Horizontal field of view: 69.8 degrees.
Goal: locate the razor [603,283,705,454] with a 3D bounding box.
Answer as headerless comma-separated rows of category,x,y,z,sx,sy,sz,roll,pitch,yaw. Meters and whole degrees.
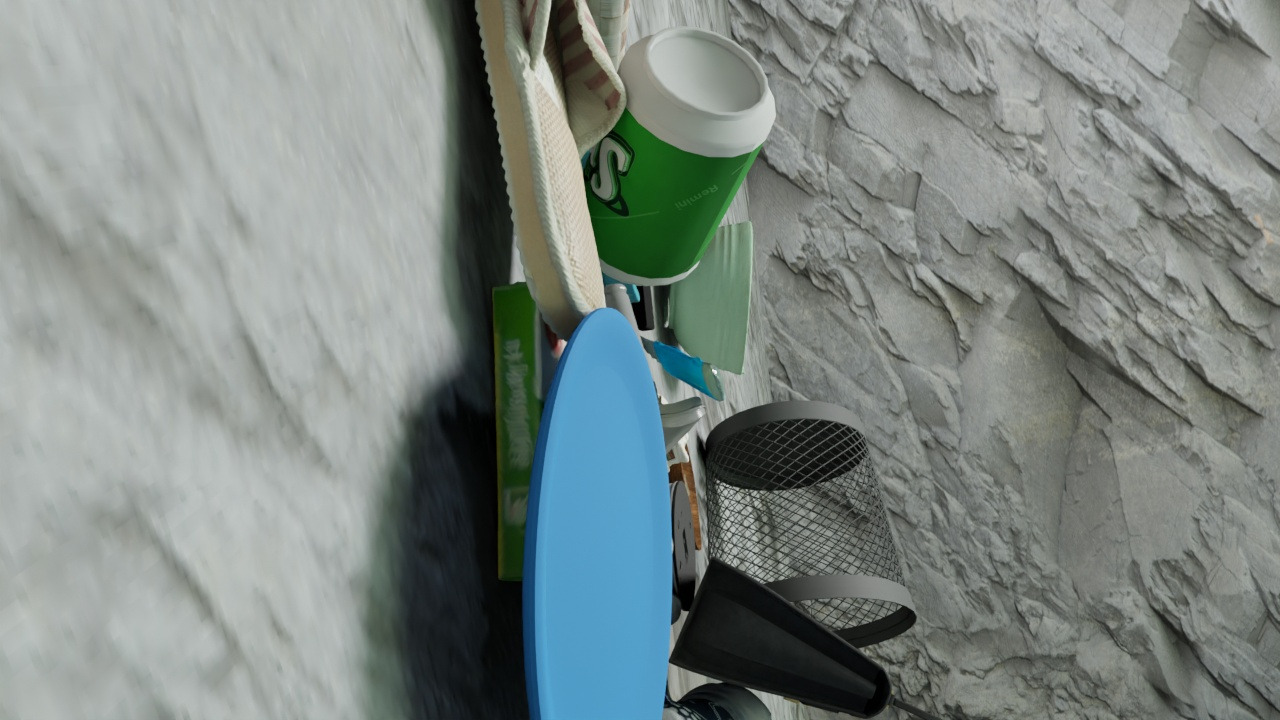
razor,-0.004,0.004,0.603,0.088,0.047,0.116,123,-48,-63

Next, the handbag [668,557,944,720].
handbag,0.128,0.218,0.650,0.176,0.196,0.072,73,41,-73

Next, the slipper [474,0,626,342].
slipper,-0.039,-0.139,0.430,0.115,0.052,0.262,53,27,-72

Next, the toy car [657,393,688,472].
toy car,0.012,0.046,0.686,0.113,0.039,0.039,67,21,-58

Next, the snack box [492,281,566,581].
snack box,-0.035,0.047,0.474,0.168,0.027,0.131,48,37,-71

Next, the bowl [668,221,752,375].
bowl,0.068,-0.062,0.900,0.151,0.077,0.151,6,87,-86

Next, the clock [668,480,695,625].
clock,0.015,0.141,0.669,0.122,0.035,0.094,-58,141,-71

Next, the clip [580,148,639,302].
clip,-0.018,-0.088,0.642,0.122,0.033,0.120,15,74,-79

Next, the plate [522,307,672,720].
plate,-0.019,0.090,0.396,0.224,0.024,0.224,-2,89,-77

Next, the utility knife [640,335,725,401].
utility knife,0.023,-0.001,0.635,0.031,0.015,0.220,67,-10,-13

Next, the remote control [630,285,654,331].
remote control,-0.005,-0.099,0.735,0.034,0.013,0.150,9,75,-79

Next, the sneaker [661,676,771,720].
sneaker,0.030,0.326,0.555,0.132,0.103,0.268,45,39,-51

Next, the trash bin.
trash bin,0.176,0.190,1.032,0.218,0.218,0.227,68,16,-57

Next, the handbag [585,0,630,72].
handbag,-0.023,-0.273,0.568,0.186,0.047,0.124,100,-8,-54

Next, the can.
can,0.015,-0.113,0.531,0.140,0.087,0.087,118,-20,-52

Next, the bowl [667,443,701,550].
bowl,0.030,0.110,0.777,0.114,0.026,0.101,72,11,-55
